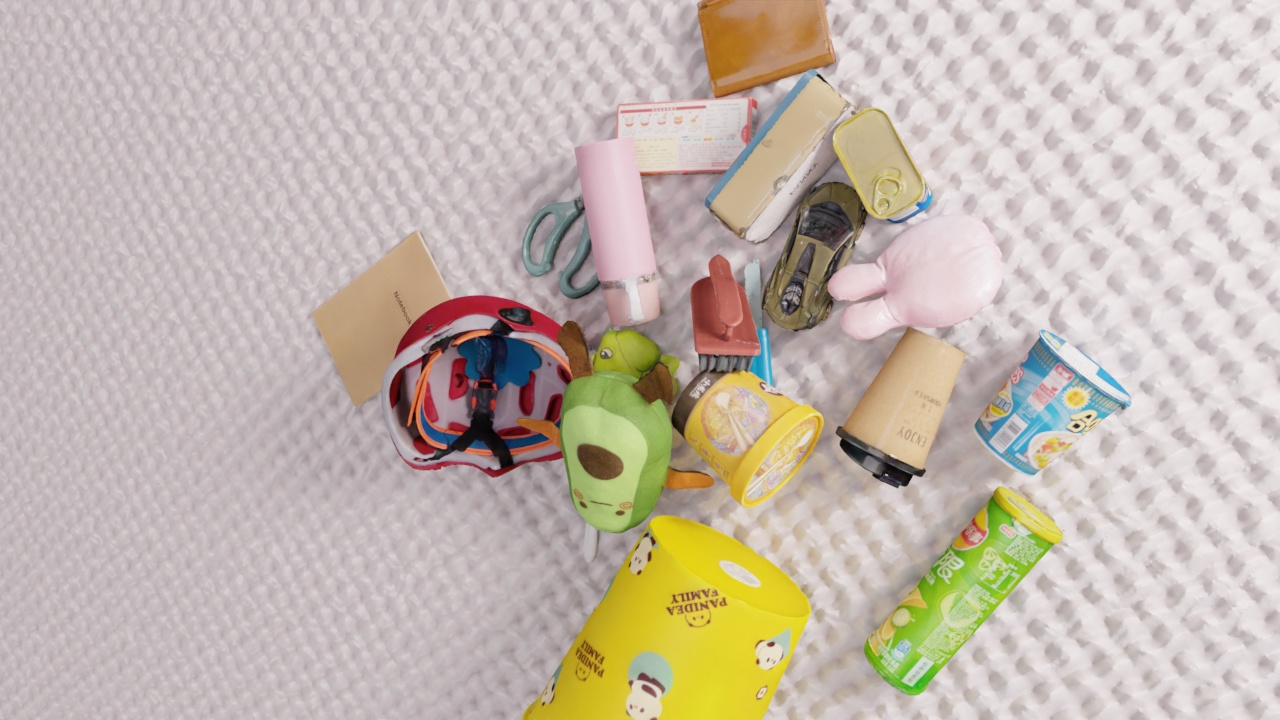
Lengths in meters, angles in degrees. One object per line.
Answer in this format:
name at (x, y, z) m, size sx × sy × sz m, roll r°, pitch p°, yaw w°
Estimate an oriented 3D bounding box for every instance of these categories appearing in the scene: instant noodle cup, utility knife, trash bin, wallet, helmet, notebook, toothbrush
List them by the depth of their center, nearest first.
instant noodle cup at (0.366, 0.045, 0.834) m, size 0.099 × 0.099 × 0.110 m, roll 43°, pitch 115°, yaw 16°
instant noodle cup at (0.103, 0.067, 0.922) m, size 0.114 × 0.118 × 0.119 m, roll 41°, pitch 108°, yaw 28°
trash bin at (0.034, 0.314, 0.935) m, size 0.230 × 0.229 × 0.255 m, roll 30°, pitch 98°, yaw 20°
wallet at (0.126, -0.348, 0.949) m, size 0.131 × 0.035 × 0.119 m, roll -10°, pitch 89°, yaw 23°
utility knife at (0.126, 0.001, 0.977) m, size 0.034 × 0.018 × 0.218 m, roll -3°, pitch 93°, yaw 27°
helmet at (-0.164, 0.015, 1.037) m, size 0.240 × 0.143 × 0.207 m, roll 3°, pitch 124°, yaw -9°
toothbrush at (-0.051, 0.150, 1.070) m, size 0.016 × 0.016 × 0.180 m, roll 10°, pitch 99°, yaw 26°
notebook at (-0.329, -0.051, 1.188) m, size 0.208 × 0.008 × 0.147 m, roll -32°, pitch 80°, yaw 23°

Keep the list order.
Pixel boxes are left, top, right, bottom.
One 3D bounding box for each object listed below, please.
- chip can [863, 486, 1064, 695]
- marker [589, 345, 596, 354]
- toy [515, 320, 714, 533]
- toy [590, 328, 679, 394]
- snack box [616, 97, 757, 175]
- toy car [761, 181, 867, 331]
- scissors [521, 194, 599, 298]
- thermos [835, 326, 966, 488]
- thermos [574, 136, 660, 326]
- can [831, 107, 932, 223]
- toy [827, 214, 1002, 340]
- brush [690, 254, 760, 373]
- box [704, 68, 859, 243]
chip can at (0.304, 0.224, 0.879) m, size 0.072 × 0.072 × 0.222 m, roll 40°, pitch 107°, yaw 18°
marker at (-0.022, 0.043, 1.048) m, size 0.017 × 0.016 × 0.145 m, roll -41°, pitch 76°, yaw 21°
toy at (-0.028, 0.085, 0.943) m, size 0.227 × 0.089 × 0.247 m, roll 19°, pitch 130°, yaw 24°
toy at (-0.006, 0.006, 1.030) m, size 0.097 × 0.031 × 0.100 m, roll -25°, pitch 83°, yaw 9°
snack box at (0.047, -0.241, 0.995) m, size 0.156 × 0.027 × 0.077 m, roll 4°, pitch 95°, yaw 25°
toy car at (0.177, -0.107, 0.938) m, size 0.070 × 0.042 × 0.158 m, roll 24°, pitch 100°, yaw 21°
scissors at (-0.059, -0.153, 1.055) m, size 0.143 × 0.019 × 0.180 m, roll 44°, pitch 108°, yaw 17°
thermos at (0.254, 0.044, 0.887) m, size 0.093 × 0.093 × 0.143 m, roll 29°, pitch 97°, yaw 20°
thermos at (-0.022, -0.136, 0.987) m, size 0.067 × 0.087 × 0.198 m, roll -10°, pitch 100°, yaw -2°
can at (0.235, -0.184, 0.882) m, size 0.057 × 0.083 × 0.102 m, roll -30°, pitch 81°, yaw 23°
toy at (0.261, -0.078, 0.874) m, size 0.160 × 0.054 × 0.121 m, roll -20°, pitch 52°, yaw 16°
brush at (0.083, -0.052, 0.933) m, size 0.063 × 0.145 × 0.069 m, roll 2°, pitch 123°, yaw -3°
box at (0.149, -0.204, 0.919) m, size 0.061 × 0.089 × 0.184 m, roll 43°, pitch 106°, yaw 18°
